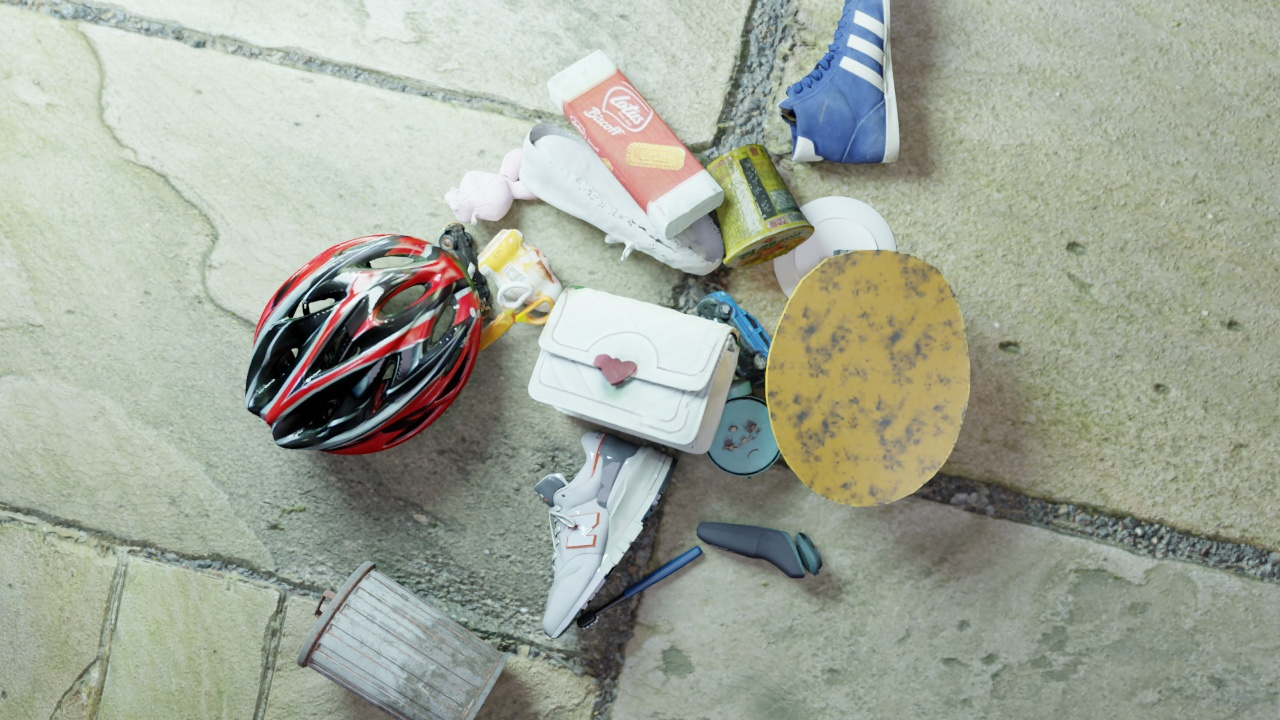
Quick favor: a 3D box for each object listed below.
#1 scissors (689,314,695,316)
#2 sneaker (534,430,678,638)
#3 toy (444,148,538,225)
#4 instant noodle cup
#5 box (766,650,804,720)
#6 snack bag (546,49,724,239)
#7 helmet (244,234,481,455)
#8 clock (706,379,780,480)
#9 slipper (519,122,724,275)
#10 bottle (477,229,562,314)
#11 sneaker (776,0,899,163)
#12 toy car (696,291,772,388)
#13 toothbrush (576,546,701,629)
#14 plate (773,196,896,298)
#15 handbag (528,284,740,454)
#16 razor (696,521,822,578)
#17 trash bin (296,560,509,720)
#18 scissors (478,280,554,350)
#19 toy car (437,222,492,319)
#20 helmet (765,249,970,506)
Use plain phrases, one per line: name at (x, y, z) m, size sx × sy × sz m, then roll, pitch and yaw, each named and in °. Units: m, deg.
scissors at (0.043, 0.020, 1.036) m, size 0.135 × 0.015 × 0.135 m, roll -10°, pitch 90°, yaw 5°
sneaker at (-0.069, 0.180, 1.025) m, size 0.124 × 0.089 × 0.239 m, roll 35°, pitch 87°, yaw 6°
toy at (-0.161, -0.189, 1.022) m, size 0.110 × 0.047 × 0.063 m, roll -29°, pitch 82°, yaw -12°
instant noodle cup at (0.119, -0.166, 0.980) m, size 0.102 × 0.102 × 0.108 m, roll -21°, pitch 80°, yaw 5°
box at (0.241, 0.521, 1.158) m, size 0.172 × 0.403 × 0.169 m, roll 2°, pitch 94°, yaw 4°
snack bag at (-0.008, -0.232, 0.970) m, size 0.077 × 0.041 × 0.225 m, roll -34°, pitch 74°, yaw -10°
helmet at (-0.296, -0.014, 0.979) m, size 0.272 × 0.166 × 0.217 m, roll -41°, pitch 93°, yaw 9°
clock at (0.101, 0.070, 1.010) m, size 0.090 × 0.053 × 0.124 m, roll -41°, pitch 95°, yaw 4°
slipper at (-0.021, -0.165, 0.996) m, size 0.247 × 0.075 × 0.112 m, roll 28°, pitch 60°, yaw -4°
bottle at (-0.126, -0.093, 1.017) m, size 0.108 × 0.063 × 0.063 m, roll 43°, pitch 96°, yaw -15°
sneaker at (0.199, -0.320, 0.968) m, size 0.118 × 0.091 × 0.233 m, roll -7°, pitch 101°, yaw 7°
toy car at (0.110, -0.025, 1.009) m, size 0.043 × 0.056 × 0.120 m, roll -40°, pitch 95°, yaw -24°
toothbrush at (-0.001, 0.260, 1.053) m, size 0.168 × 0.014 × 0.014 m, roll -32°, pitch 57°, yaw 3°
plate at (0.215, -0.114, 1.014) m, size 0.134 × 0.011 × 0.134 m, roll 0°, pitch 94°, yaw 4°
handbag at (-0.006, 0.006, 0.971) m, size 0.199 × 0.096 × 0.142 m, roll 14°, pitch 84°, yaw 22°
razor at (0.132, 0.209, 1.028) m, size 0.143 × 0.047 × 0.052 m, roll 11°, pitch 70°, yaw 6°
trash bin at (-0.268, 0.326, 1.022) m, size 0.211 × 0.130 × 0.131 m, roll 32°, pitch 95°, yaw 0°
scissors at (-0.153, -0.047, 1.015) m, size 0.131 × 0.013 × 0.070 m, roll -29°, pitch 125°, yaw 33°
toy car at (-0.206, -0.097, 1.029) m, size 0.047 × 0.047 × 0.112 m, roll -14°, pitch 97°, yaw 21°
helmet at (0.220, 0.014, 0.961) m, size 0.205 × 0.131 × 0.255 m, roll 5°, pitch 94°, yaw -6°
